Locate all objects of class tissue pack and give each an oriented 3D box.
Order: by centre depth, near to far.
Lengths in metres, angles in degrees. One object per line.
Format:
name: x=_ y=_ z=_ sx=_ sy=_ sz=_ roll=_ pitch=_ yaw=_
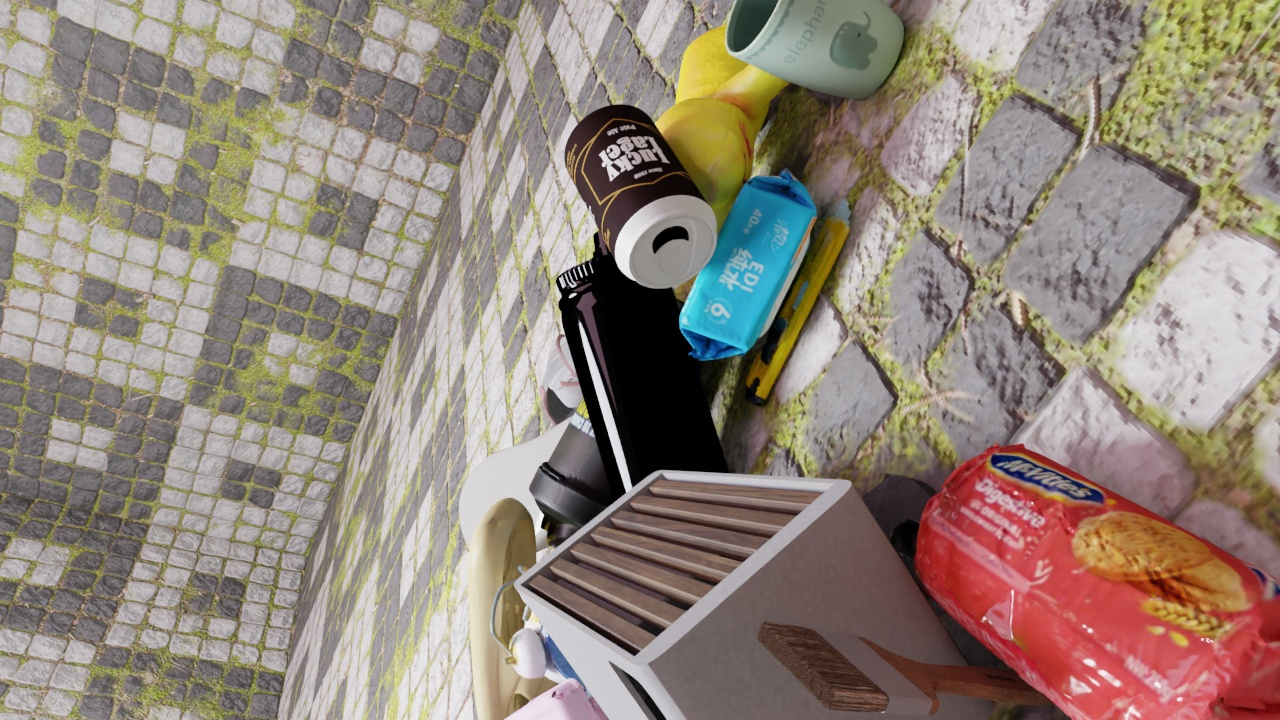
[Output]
tissue pack: x=0.078 y=-0.066 z=0.652 sx=0.144 sy=0.061 sz=0.092 roll=-64 pitch=-2 yaw=15

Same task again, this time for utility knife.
utility knife: x=0.110 y=-0.039 z=0.646 sx=0.159 sy=0.017 sz=0.030 roll=-63 pitch=32 yaw=14

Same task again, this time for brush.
brush: x=0.111 y=0.118 z=0.342 sx=0.045 sy=0.143 sz=0.008 roll=32 pitch=104 yaw=60

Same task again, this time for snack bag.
snack bag: x=0.162 y=0.088 z=0.331 sx=0.082 sy=0.082 sz=0.176 roll=-69 pitch=21 yaw=8

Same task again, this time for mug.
mug: x=0.130 y=-0.243 z=0.633 sx=0.111 sy=0.104 sz=0.084 roll=-64 pitch=23 yaw=22

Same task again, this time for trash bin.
trash bin: x=0.037 y=0.138 z=0.463 sx=0.114 sy=0.114 sz=0.229 roll=-36 pitch=7 yaw=-19

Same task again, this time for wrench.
wrench: x=0.084 y=0.112 z=0.566 sx=0.274 sy=0.018 sz=0.073 roll=-20 pitch=56 yaw=59

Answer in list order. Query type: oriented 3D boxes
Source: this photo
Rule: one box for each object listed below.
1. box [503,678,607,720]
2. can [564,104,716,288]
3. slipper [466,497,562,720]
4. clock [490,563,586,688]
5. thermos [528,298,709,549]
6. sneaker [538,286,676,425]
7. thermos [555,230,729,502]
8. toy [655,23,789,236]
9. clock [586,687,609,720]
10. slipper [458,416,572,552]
box: x=-0.055 y=0.320 z=0.654 sx=0.152 sy=0.037 sz=0.202 roll=61 pitch=140 yaw=19
can: x=-0.002 y=-0.114 z=0.626 sx=0.072 sy=0.071 sz=0.128 roll=-58 pitch=42 yaw=33
slipper: x=-0.091 y=0.235 z=0.774 sx=0.111 sy=0.079 sz=0.262 roll=-55 pitch=-32 yaw=-55
clock: x=-0.056 y=0.204 z=0.708 sx=0.052 sy=0.125 sz=0.088 roll=-28 pitch=47 yaw=52
thermos: x=-0.014 y=0.053 z=0.756 sx=0.221 sy=0.098 sz=0.098 roll=-64 pitch=21 yaw=-1
sneaker: x=-0.037 y=0.001 z=0.865 sx=0.237 sy=0.099 sz=0.089 roll=130 pitch=152 yaw=-58
thermos: x=-0.004 y=0.004 z=0.671 sx=0.086 sy=0.086 sz=0.198 roll=-28 pitch=77 yaw=61
toy: x=0.057 y=-0.184 z=0.721 sx=0.135 sy=0.087 sz=0.193 roll=124 pitch=169 yaw=-62
clock: x=0.005 y=0.218 z=0.638 sx=0.119 sy=0.057 sz=0.083 roll=-32 pitch=44 yaw=60
slipper: x=-0.074 y=0.121 z=0.905 sx=0.267 sy=0.080 sz=0.112 roll=-34 pitch=61 yaw=36
